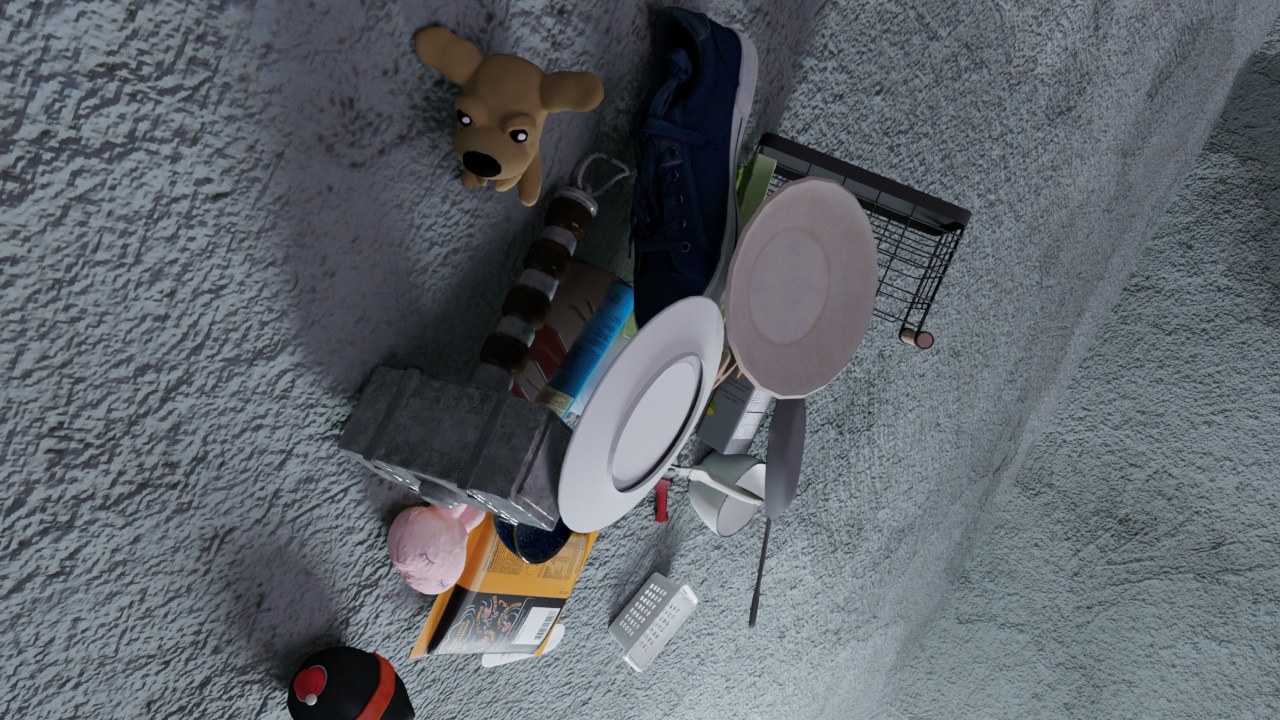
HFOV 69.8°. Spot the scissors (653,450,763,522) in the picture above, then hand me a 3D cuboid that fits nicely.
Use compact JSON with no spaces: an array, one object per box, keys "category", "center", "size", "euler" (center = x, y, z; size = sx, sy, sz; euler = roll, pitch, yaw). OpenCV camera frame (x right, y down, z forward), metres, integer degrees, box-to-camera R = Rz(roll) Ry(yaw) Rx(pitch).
[{"category":"scissors","center":[0.064,0.149,1.106],"size":[0.199,0.179,0.015],"euler":[98,-3,-52]}]

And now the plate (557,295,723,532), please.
[{"category":"plate","center":[0.010,0.047,0.716],"size":[0.208,0.015,0.209],"euler":[-43,151,-32]}]

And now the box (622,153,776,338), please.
[{"category":"box","center":[0.060,-0.094,0.833],"size":[0.064,0.130,0.188],"euler":[15,92,-45]}]

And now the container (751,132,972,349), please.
[{"category":"container","center":[0.192,-0.118,0.918],"size":[0.162,0.241,0.130],"euler":[-31,143,-82]}]

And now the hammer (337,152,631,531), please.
[{"category":"hammer","center":[-0.097,-0.034,0.745],"size":[0.325,0.177,0.079],"euler":[-68,150,-20]}]

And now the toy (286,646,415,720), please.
[{"category":"toy","center":[-0.266,0.302,0.818],"size":[0.100,0.097,0.119],"euler":[-22,122,20]}]

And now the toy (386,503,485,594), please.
[{"category":"toy","center":[-0.185,0.159,0.846],"size":[0.104,0.053,0.108],"euler":[-58,148,-27]}]

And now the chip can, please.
[{"category":"chip can","center":[-0.091,0.017,0.826],"size":[0.229,0.080,0.080],"euler":[-58,146,-3]}]

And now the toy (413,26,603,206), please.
[{"category":"toy","center":[-0.097,-0.169,0.664],"size":[0.108,0.134,0.105],"euler":[103,4,-71]}]

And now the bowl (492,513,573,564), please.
[{"category":"bowl","center":[-0.110,0.137,0.903],"size":[0.114,0.061,0.114],"euler":[-29,125,-52]}]

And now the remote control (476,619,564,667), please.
[{"category":"remote control","center":[-0.138,0.328,1.070],"size":[0.136,0.013,0.043],"euler":[9,109,-54]}]

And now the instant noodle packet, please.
[{"category":"instant noodle packet","center":[-0.136,0.244,0.983],"size":[0.220,0.032,0.160],"euler":[27,88,-56]}]

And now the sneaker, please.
[{"category":"sneaker","center":[0.023,-0.157,0.759],"size":[0.127,0.121,0.294],"euler":[14,80,-44]}]

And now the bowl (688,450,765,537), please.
[{"category":"bowl","center":[0.114,0.169,1.217],"size":[0.116,0.066,0.116],"euler":[-32,138,-34]}]

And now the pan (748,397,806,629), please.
[{"category":"pan","center":[0.186,0.179,1.222],"size":[0.216,0.024,0.354],"euler":[51,49,-65]}]

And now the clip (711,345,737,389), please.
[{"category":"clip","center":[0.098,0.008,1.109],"size":[0.041,0.024,0.061],"euler":[-5,130,-48]}]

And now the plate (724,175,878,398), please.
[{"category":"plate","center":[0.134,-0.062,0.786],"size":[0.188,0.027,0.189],"euler":[-10,108,-36]}]

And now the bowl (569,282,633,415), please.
[{"category":"bowl","center":[-0.005,0.005,0.926],"size":[0.150,0.075,0.151],"euler":[-32,139,-33]}]

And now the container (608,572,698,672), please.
[{"category":"container","center":[0.014,0.349,1.246],"size":[0.129,0.049,0.081],"euler":[-48,145,-15]}]

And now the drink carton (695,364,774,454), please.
[{"category":"drink carton","center":[0.128,0.052,1.156],"size":[0.076,0.048,0.125],"euler":[6,112,-53]}]
